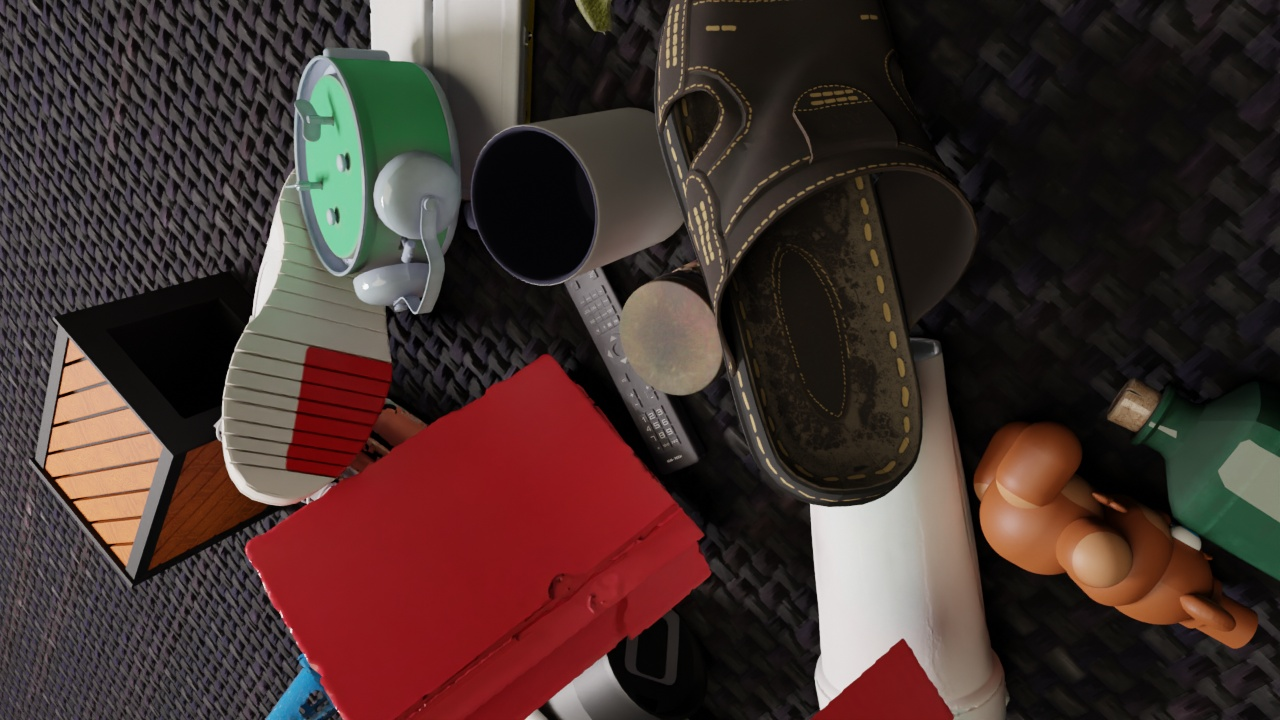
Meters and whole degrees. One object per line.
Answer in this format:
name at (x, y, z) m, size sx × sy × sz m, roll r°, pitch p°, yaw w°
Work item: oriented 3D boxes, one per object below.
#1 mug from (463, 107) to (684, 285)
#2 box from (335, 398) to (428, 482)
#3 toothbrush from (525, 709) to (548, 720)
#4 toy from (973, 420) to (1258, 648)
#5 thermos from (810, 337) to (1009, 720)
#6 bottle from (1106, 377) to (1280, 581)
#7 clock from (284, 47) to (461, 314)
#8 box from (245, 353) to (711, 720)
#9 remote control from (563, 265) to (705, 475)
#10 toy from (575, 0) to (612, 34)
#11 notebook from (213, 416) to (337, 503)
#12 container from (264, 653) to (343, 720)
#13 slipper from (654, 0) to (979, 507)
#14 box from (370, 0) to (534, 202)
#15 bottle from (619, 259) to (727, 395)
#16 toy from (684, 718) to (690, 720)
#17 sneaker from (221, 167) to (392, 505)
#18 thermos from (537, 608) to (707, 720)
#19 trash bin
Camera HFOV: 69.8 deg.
mug at (-0.042, -0.089, 0.494) m, size 0.112 × 0.096 × 0.079 m, roll -3°, pitch 106°, yaw 34°
box at (-0.141, 0.092, 0.646) m, size 0.187 × 0.082 × 0.042 m, roll 29°, pitch 126°, yaw 19°
toothbrush at (-0.117, 0.197, 0.610) m, size 0.189 × 0.017 × 0.016 m, roll 35°, pitch 135°, yaw 24°
toy at (0.212, 0.079, 0.408) m, size 0.128 × 0.095 × 0.065 m, roll 29°, pitch 98°, yaw 7°
thermos at (0.131, 0.102, 0.463) m, size 0.099 × 0.099 × 0.220 m, roll -1°, pitch 103°, yaw 33°
bottle at (0.258, 0.049, 0.374) m, size 0.131 × 0.061 × 0.061 m, roll 32°, pitch 121°, yaw 19°
clock at (-0.151, -0.097, 0.525) m, size 0.161 × 0.075 × 0.122 m, roll 60°, pitch 141°, yaw 27°
box at (-0.096, 0.110, 0.533) m, size 0.165 × 0.214 × 0.153 m, roll 22°, pitch 141°, yaw 60°
remote control at (-0.003, 0.003, 0.556) m, size 0.032 × 0.015 × 0.136 m, roll -27°, pitch 90°, yaw 37°
toy at (-0.004, -0.255, 0.415) m, size 0.153 × 0.078 × 0.179 m, roll -3°, pitch 109°, yaw 37°
notebook at (-0.196, 0.122, 0.663) m, size 0.209 × 0.022 × 0.172 m, roll 29°, pitch 161°, yaw 21°
container at (-0.169, 0.386, 0.688) m, size 0.362 × 0.089 × 0.258 m, roll 50°, pitch 155°, yaw 2°
slipper at (0.072, -0.075, 0.382) m, size 0.076 × 0.113 × 0.267 m, roll 130°, pitch 135°, yaw -75°
box at (-0.117, -0.202, 0.547) m, size 0.130 × 0.036 × 0.210 m, roll 20°, pitch 119°, yaw 29°
bottle at (0.040, -0.026, 0.460) m, size 0.056 × 0.105 × 0.056 m, roll 13°, pitch 115°, yaw 29°
toy at (0.039, 0.295, 0.625) m, size 0.115 × 0.046 × 0.092 m, roll 49°, pitch 128°, yaw -1°
sneaker at (-0.218, -0.010, 0.591) m, size 0.105 × 0.090 × 0.236 m, roll -40°, pitch 44°, yaw 47°
thermos at (-0.059, 0.249, 0.647) m, size 0.082 × 0.082 × 0.241 m, roll 52°, pitch 127°, yaw 6°
trash bin at (-0.370, 0.052, 0.737) m, size 0.139 × 0.139 × 0.172 m, roll 44°, pitch 126°, yaw 11°
